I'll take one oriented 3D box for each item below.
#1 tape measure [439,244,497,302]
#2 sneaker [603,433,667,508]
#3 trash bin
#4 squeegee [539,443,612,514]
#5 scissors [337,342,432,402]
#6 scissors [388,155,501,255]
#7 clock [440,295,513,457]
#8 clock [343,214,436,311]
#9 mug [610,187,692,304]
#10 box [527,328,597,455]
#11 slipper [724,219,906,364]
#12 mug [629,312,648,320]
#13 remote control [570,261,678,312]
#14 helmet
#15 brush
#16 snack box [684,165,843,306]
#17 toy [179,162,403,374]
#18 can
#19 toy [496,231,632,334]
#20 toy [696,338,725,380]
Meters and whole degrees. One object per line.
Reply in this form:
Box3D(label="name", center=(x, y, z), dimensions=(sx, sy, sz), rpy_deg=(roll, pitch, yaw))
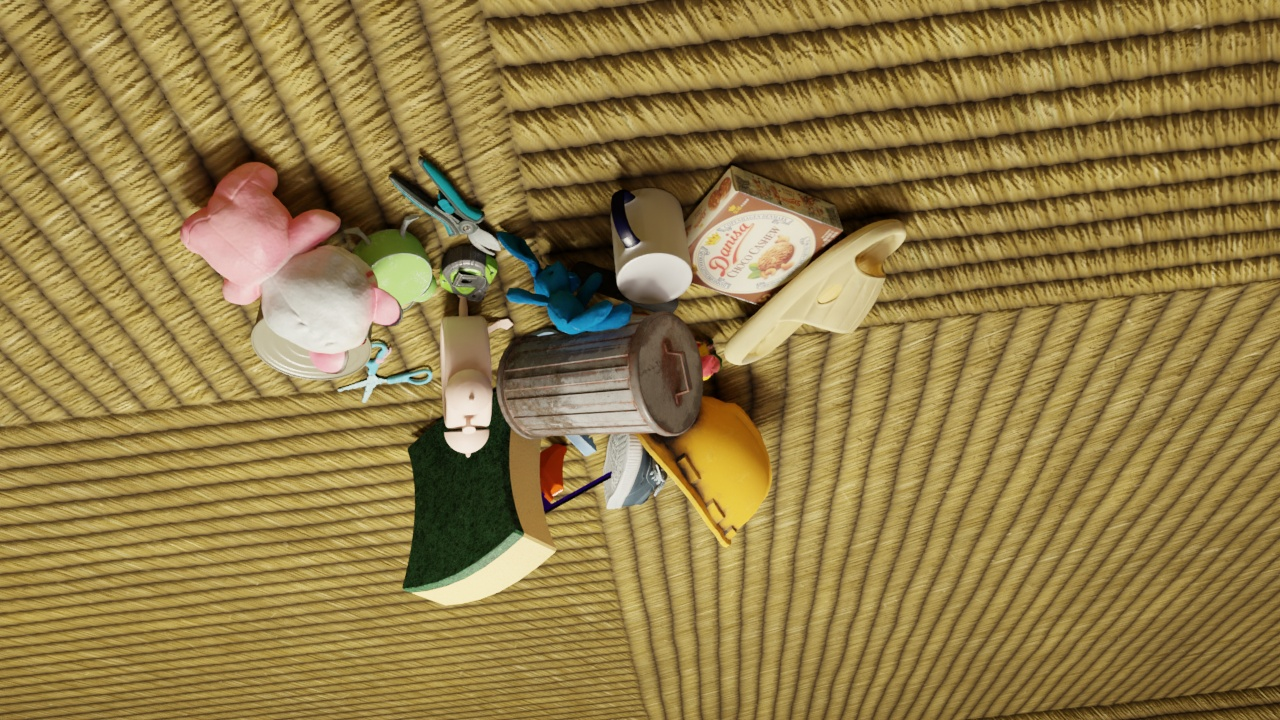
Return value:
Box3D(label="tape measure", center=(-0.194, -0.096, 1.028), dimensions=(0.058, 0.035, 0.066), rpy_deg=(13, 140, -22))
Box3D(label="sneaker", center=(-0.004, 0.160, 1.342), dimensions=(0.087, 0.089, 0.236), rpy_deg=(-2, 155, -9))
Box3D(label="trash bin", center=(-0.039, 0.021, 1.006), dimensions=(0.212, 0.130, 0.131), rpy_deg=(-6, 148, 34))
Box3D(label="squeegee", center=(-0.133, 0.163, 1.275), dimensions=(0.250, 0.184, 0.055), rpy_deg=(-31, 103, 19))
Box3D(label="scissors", center=(-0.327, 0.022, 1.191), dimensions=(0.119, 0.015, 0.139), rpy_deg=(13, 145, -22))
Box3D(label="scissors", center=(-0.197, -0.161, 0.958), dimensions=(0.131, 0.019, 0.150), rpy_deg=(5, 141, -14))
Box3D(label="clock", center=(-0.194, 0.015, 1.071), dimensions=(0.086, 0.160, 0.131), rpy_deg=(3, 142, -10))
Box3D(label="clock", center=(-0.270, -0.094, 0.996), dimensions=(0.094, 0.042, 0.120), rpy_deg=(-17, 145, -18))
Box3D(label="mug", center=(0.002, -0.129, 0.961), dimensions=(0.079, 0.096, 0.112), rpy_deg=(-22, 140, 20))
Box3D(label="box", center=(-0.091, 0.040, 1.206), dimensions=(0.079, 0.072, 0.210), rpy_deg=(-29, 138, 7))
Box3D(label="slipper", center=(0.207, -0.058, 1.062), dimensions=(0.262, 0.079, 0.111), rpy_deg=(-40, 158, 30))
Box3D(label="mug", center=(-0.007, 0.007, 1.132), dimensions=(0.082, 0.105, 0.082), rpy_deg=(-4, 143, -3))
Box3D(label="remote control", center=(-0.022, -0.083, 1.086), dimensions=(0.146, 0.015, 0.033), rpy_deg=(18, 137, -28))
Box3D(label="helmet", center=(0.101, 0.123, 1.256), dimensions=(0.131, 0.205, 0.255), rpy_deg=(-35, 124, 3))
Box3D(label="brush", center=(-0.216, 0.180, 1.211), dimensions=(0.195, 0.249, 0.075), rpy_deg=(-30, 137, 24))
Box3D(label="snack box", center=(0.122, -0.133, 1.018), dimensions=(0.147, 0.041, 0.144), rpy_deg=(15, 139, -27))
Box3D(label="toy", center=(-0.350, -0.085, 0.918), dimensions=(0.142, 0.084, 0.213), rpy_deg=(-37, 108, 17))
Box3D(label="can", center=(-0.368, -0.044, 1.042), dimensions=(0.128, 0.073, 0.128), rpy_deg=(-4, 143, -3))
Box3D(label="toy", center=(-0.079, -0.072, 0.984), dimensions=(0.112, 0.176, 0.071), rpy_deg=(14, 110, -50))
Box3D(label="toy", center=(0.061, 0.009, 1.160), dimensions=(0.103, 0.084, 0.046), rpy_deg=(-46, 146, -7))
